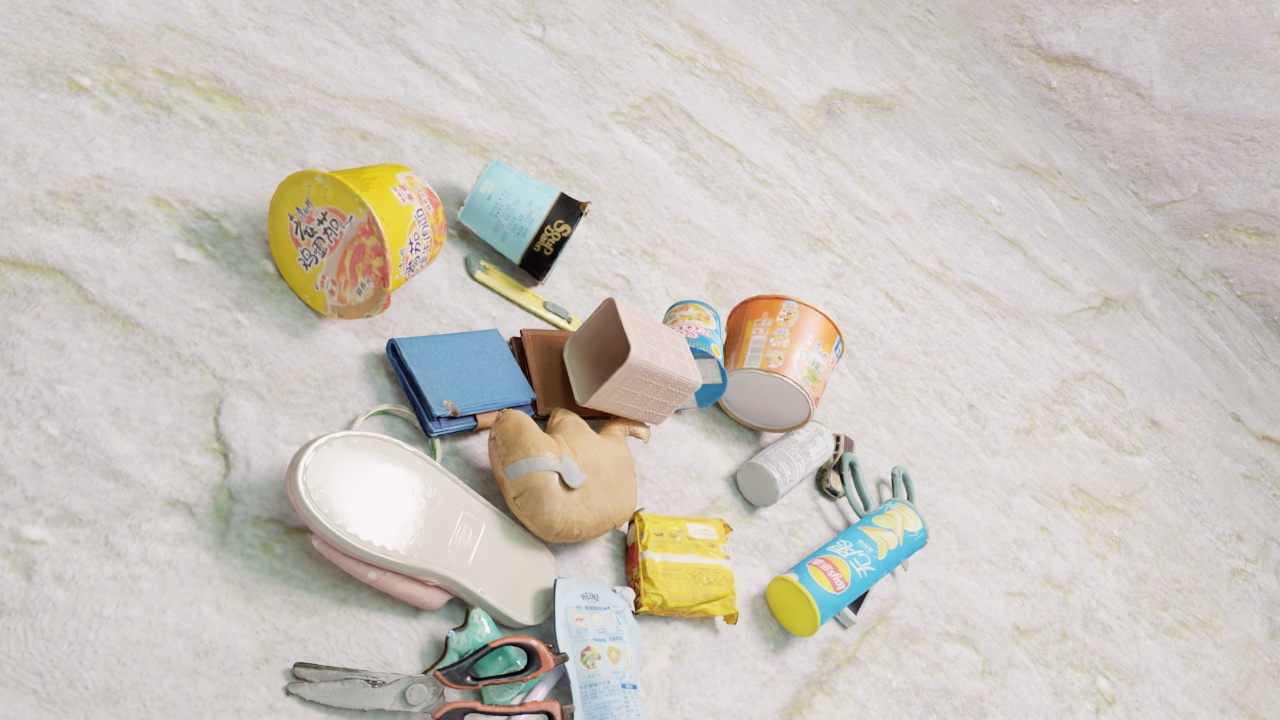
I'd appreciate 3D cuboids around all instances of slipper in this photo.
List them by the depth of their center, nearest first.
[{"bbox_3d":[-0.180,0.150,0.780,0.274,0.055,0.114,37,46,-32],"label":"slipper"}]

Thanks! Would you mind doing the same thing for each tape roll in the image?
[{"bbox_3d":[-0.221,0.080,0.826,0.085,0.014,0.085,22,49,-28],"label":"tape roll"}]

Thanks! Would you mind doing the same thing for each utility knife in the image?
[{"bbox_3d":[-0.100,-0.056,1.028,0.219,0.022,0.030,33,51,-25],"label":"utility knife"}]

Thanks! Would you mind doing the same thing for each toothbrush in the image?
[{"bbox_3d":[-0.093,0.296,0.780,0.021,0.029,0.188,18,37,21],"label":"toothbrush"}]

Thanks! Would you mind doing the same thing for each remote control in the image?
[{"bbox_3d":[0.263,0.255,1.110,0.058,0.021,0.149,49,41,-1],"label":"remote control"}]

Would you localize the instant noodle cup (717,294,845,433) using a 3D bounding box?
[{"bbox_3d":[0.162,0.010,1.112,0.151,0.152,0.111,35,52,-16],"label":"instant noodle cup"}]

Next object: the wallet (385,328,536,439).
[{"bbox_3d":[-0.171,0.019,0.891,0.132,0.040,0.106,-10,64,-50],"label":"wallet"}]

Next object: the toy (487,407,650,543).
[{"bbox_3d":[-0.054,0.107,0.898,0.225,0.083,0.143,0,65,-58],"label":"toy"}]

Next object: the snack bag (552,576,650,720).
[{"bbox_3d":[-0.029,0.288,0.814,0.110,0.039,0.190,10,59,-41],"label":"snack bag"}]

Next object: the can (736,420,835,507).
[{"bbox_3d":[0.177,0.122,1.103,0.146,0.058,0.058,-26,80,-47],"label":"can"}]

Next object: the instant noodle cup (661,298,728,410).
[{"bbox_3d":[0.056,-0.013,1.077,0.099,0.099,0.109,33,37,-19],"label":"instant noodle cup"}]

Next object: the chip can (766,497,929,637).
[{"bbox_3d":[0.238,0.230,1.040,0.209,0.071,0.071,-24,79,-35],"label":"chip can"}]

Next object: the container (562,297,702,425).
[{"bbox_3d":[-0.006,0.006,0.957,0.110,0.090,0.089,21,35,-38],"label":"container"}]

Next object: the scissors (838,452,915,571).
[{"bbox_3d":[0.300,0.173,1.162,0.180,0.019,0.169,47,44,-21],"label":"scissors"}]

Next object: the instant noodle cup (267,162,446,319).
[{"bbox_3d":[-0.257,-0.120,0.857,0.138,0.138,0.109,49,34,-1],"label":"instant noodle cup"}]

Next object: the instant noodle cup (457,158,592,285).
[{"bbox_3d":[-0.131,-0.159,1.011,0.120,0.111,0.111,31,45,-10],"label":"instant noodle cup"}]

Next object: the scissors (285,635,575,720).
[{"bbox_3d":[-0.159,0.249,0.724,0.192,0.015,0.207,-43,96,-23],"label":"scissors"}]

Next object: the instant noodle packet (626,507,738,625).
[{"bbox_3d":[0.044,0.211,0.938,0.128,0.044,0.110,14,59,-30],"label":"instant noodle packet"}]

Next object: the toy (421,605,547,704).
[{"bbox_3d":[-0.132,0.251,0.764,0.096,0.030,0.092,-36,102,-23],"label":"toy"}]

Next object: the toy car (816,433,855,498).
[{"bbox_3d":[0.253,0.135,1.177,0.042,0.035,0.090,34,47,-16],"label":"toy car"}]

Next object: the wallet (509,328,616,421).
[{"bbox_3d":[-0.074,0.018,0.984,0.124,0.032,0.101,3,63,-39],"label":"wallet"}]
